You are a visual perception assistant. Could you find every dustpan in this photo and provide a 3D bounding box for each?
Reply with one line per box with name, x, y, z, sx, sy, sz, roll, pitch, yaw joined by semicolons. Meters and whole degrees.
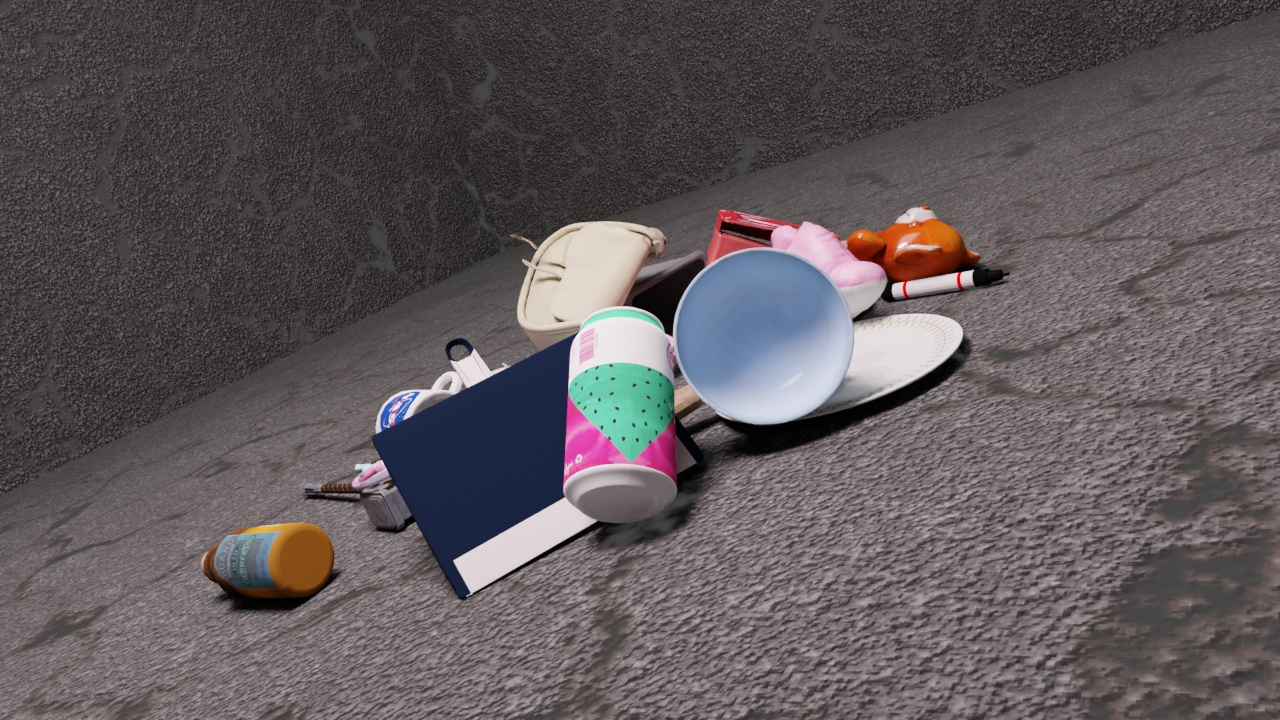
dustpan;-0.116;0.059;0.843;0.236;0.273;0.080;-28;-28;-18

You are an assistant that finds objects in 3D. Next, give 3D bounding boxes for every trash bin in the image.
trash bin;-0.025;-0.067;1.319;0.220;0.097;0.191;-8;19;46

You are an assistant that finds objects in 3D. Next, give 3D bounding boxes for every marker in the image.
marker;0.337;-0.085;1.017;0.146;0.019;0.019;-8;19;43

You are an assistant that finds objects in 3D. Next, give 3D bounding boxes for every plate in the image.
plate;0.187;0.010;0.880;0.242;0.016;0.242;-20;14;5

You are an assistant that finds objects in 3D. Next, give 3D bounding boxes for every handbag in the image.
handbag;-0.078;-0.104;1.147;0.184;0.132;0.228;-11;41;35

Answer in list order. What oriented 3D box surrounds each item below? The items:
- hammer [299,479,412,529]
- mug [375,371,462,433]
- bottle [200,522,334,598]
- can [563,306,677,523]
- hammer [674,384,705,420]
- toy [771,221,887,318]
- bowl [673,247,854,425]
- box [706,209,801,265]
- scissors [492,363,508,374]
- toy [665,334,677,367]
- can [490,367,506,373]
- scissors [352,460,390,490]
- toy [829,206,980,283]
hammer;-0.325;0.148;1.060;0.323;0.044;0.098;-9;18;48
mug;-0.250;0.068;1.100;0.090;0.091;0.121;-2;58;52
bottle;-0.368;0.194;0.881;0.157;0.068;0.067;-11;17;35
can;-0.016;0.043;0.751;0.088;0.088;0.165;-15;53;21
hammer;0.034;0.042;0.889;0.305;0.040;0.132;-28;16;-4
toy;0.167;-0.088;1.046;0.186;0.128;0.266;-18;-2;-35
bowl;0.106;-0.017;0.799;0.150;0.150;0.075;-20;-9;5
box;0.174;-0.152;1.231;0.158;0.087;0.129;15;18;0
scissors;-0.102;0.040;1.058;0.015;0.136;0.125;-56;-23;18
toy;-0.007;0.006;1.112;0.105;0.053;0.108;-38;19;-18
can;-0.162;0.053;1.099;0.067;0.076;0.067;-20;14;5
scissors;-0.288;0.117;1.001;0.076;0.017;0.174;-33;10;-26
toy;0.300;-0.132;1.090;0.163;0.093;0.173;-3;4;-41
